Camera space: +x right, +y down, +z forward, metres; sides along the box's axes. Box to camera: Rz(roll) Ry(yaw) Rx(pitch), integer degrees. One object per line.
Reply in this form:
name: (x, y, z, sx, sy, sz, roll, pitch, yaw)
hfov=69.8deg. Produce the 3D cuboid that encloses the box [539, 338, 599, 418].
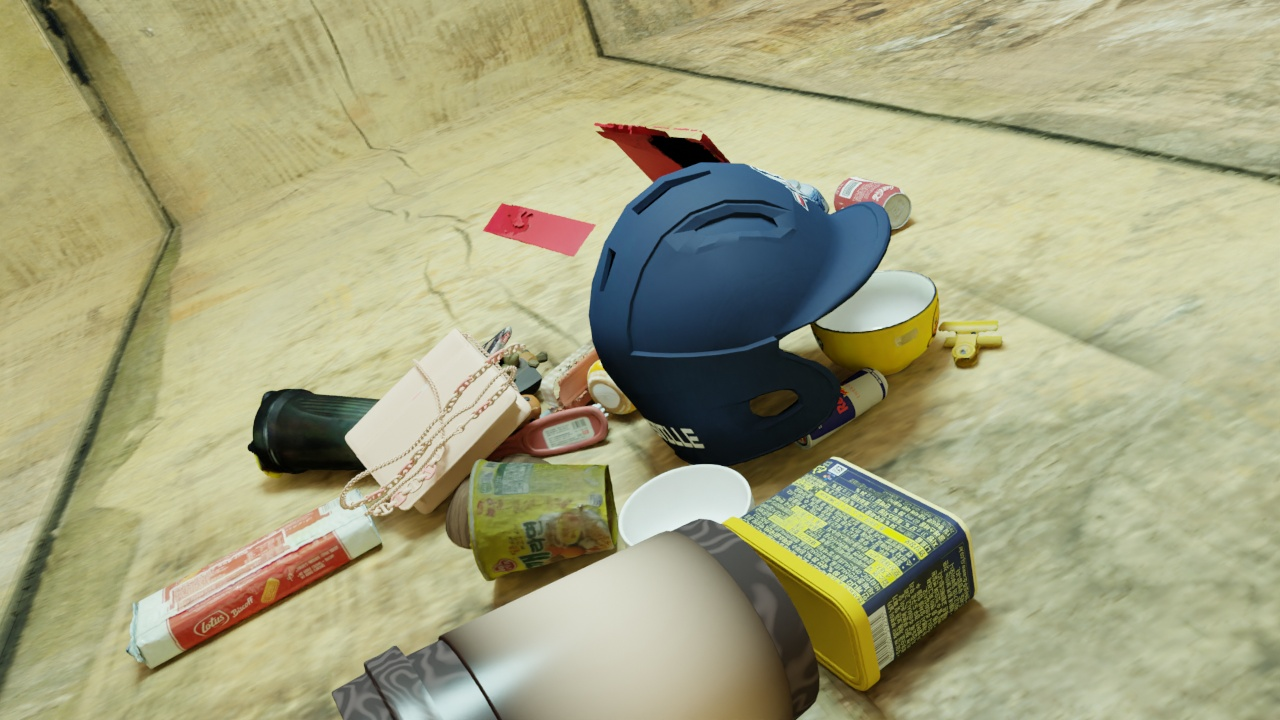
box: (-0.042, -0.002, 0.981, 0.186, 0.054, 0.079, -41, -11, -39)

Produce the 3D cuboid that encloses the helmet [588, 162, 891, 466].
helmet: (0.083, -0.066, 0.788, 0.272, 0.223, 0.232, -30, 17, 0)

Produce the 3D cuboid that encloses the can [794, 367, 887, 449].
can: (0.171, 0.040, 0.794, 0.095, 0.032, 0.032, -30, 29, -20)

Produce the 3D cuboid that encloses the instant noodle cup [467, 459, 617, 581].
instant noodle cup: (-0.077, 0.125, 0.749, 0.108, 0.102, 0.102, -7, 29, 4)

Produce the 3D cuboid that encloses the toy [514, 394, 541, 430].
toy: (-0.153, 0.060, 0.973, 0.090, 0.070, 0.103, -15, 2, -19)

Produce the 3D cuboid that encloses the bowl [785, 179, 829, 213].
bowl: (0.191, -0.211, 1.228, 0.114, 0.045, 0.114, -16, 27, 8)

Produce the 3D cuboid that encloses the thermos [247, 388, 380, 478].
thermos: (-0.326, 0.080, 0.995, 0.221, 0.098, 0.097, 1, 33, 24)

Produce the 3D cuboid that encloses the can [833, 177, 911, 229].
can: (0.283, -0.192, 1.123, 0.054, 0.054, 0.096, -27, 28, -14)

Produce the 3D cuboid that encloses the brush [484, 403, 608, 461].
brush: (-0.111, 0.078, 0.913, 0.172, 0.041, 0.030, -16, 10, 13)

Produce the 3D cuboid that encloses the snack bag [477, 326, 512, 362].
snack bag: (-0.207, 0.022, 1.031, 0.156, 0.018, 0.074, -35, 19, 31)

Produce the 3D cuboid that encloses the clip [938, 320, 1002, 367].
clip: (0.294, -0.018, 0.826, 0.054, 0.045, 0.048, 2, 9, 33)

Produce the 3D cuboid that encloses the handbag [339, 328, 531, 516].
handbag: (-0.199, 0.033, 0.830, 0.198, 0.187, 0.116, -45, 72, -3)

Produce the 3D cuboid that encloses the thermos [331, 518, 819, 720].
thermos: (-0.028, 0.196, 0.508, 0.225, 0.173, 0.173, -25, 27, -24)

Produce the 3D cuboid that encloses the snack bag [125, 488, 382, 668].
snack bag: (-0.353, 0.197, 0.847, 0.225, 0.041, 0.077, -29, 28, -15)

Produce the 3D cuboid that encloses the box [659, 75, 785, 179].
box: (0.089, -0.254, 1.081, 0.107, 0.410, 0.212, 9, 10, -36)

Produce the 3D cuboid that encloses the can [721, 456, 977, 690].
can: (0.135, 0.133, 0.606, 0.104, 0.075, 0.135, -29, 28, -22)

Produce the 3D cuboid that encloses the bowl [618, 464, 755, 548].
bowl: (0.039, 0.131, 0.694, 0.105, 0.054, 0.104, -15, 26, 7)

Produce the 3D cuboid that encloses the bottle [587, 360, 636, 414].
bottle: (-0.006, 0.005, 0.940, 0.063, 0.063, 0.108, 5, 38, 39)

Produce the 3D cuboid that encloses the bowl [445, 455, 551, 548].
bowl: (-0.130, 0.120, 0.846, 0.119, 0.032, 0.119, -16, 27, 8)

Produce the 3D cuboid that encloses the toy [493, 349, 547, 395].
toy: (-0.135, 0.011, 1.022, 0.076, 0.063, 0.099, 10, 32, 26)

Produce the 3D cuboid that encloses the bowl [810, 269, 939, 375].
bowl: (0.219, -0.028, 0.850, 0.117, 0.068, 0.117, -15, 28, 8)
